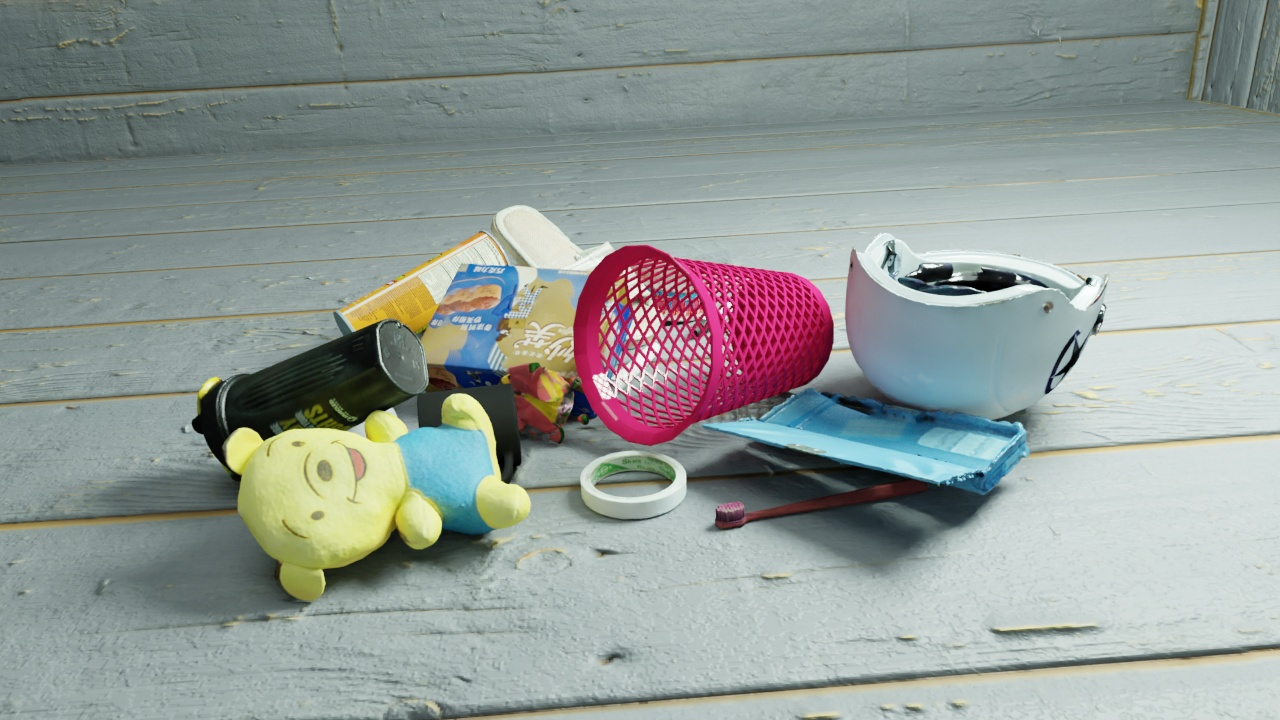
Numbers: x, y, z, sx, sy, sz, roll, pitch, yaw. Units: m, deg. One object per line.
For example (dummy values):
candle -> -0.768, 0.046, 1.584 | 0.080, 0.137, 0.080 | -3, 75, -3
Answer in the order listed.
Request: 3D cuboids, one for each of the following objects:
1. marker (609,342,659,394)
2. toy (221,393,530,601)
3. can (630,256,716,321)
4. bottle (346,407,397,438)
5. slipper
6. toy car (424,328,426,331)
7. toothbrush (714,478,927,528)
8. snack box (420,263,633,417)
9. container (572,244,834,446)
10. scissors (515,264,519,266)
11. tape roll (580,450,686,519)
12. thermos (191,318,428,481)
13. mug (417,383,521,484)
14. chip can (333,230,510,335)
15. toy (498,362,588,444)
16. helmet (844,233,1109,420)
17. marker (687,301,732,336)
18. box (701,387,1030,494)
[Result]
marker -> -0.006, 0.006, 1.058 | 0.017, 0.020, 0.133 | 10, 25, 20
toy -> -0.211, 0.105, 0.738 | 0.213, 0.084, 0.149 | -12, 49, -22
can -> 0.035, -0.100, 1.249 | 0.130, 0.044, 0.129 | 7, 26, -4
bottle -> -0.262, 0.073, 0.882 | 0.052, 0.052, 0.195 | -5, 22, -6
slipper -> -0.083, -0.117, 1.176 | 0.272, 0.054, 0.114 | 39, 50, 17
toy car -> -0.279, -0.058, 1.229 | 0.091, 0.036, 0.042 | 16, 30, 38
toothbrush -> 0.153, 0.116, 0.772 | 0.189, 0.016, 0.016 | -8, 22, -12
snack box -> -0.127, -0.026, 1.010 | 0.203, 0.069, 0.154 | 5, 52, 19
container -> 0.078, -0.023, 0.918 | 0.225, 0.183, 0.183 | -7, 19, -44
scissors -> -0.179, -0.104, 1.251 | 0.172, 0.013, 0.170 | -41, 16, -3
tape roll -> -0.006, 0.109, 0.810 | 0.094, 0.018, 0.093 | -3, 21, 1
thermos -> -0.298, 0.033, 0.820 | 0.221, 0.098, 0.098 | -22, 16, 21
mug -> -0.155, 0.078, 0.844 | 0.088, 0.078, 0.113 | -7, 49, -9
chip can -> -0.271, -0.082, 1.156 | 0.214, 0.075, 0.075 | -34, 34, -23
toy -> -0.104, 0.040, 0.913 | 0.104, 0.084, 0.046 | -2, 25, 34
helmet -> 0.324, -0.028, 0.915 | 0.237, 0.164, 0.263 | 17, 22, 31
marker -> 0.100, -0.056, 1.201 | 0.019, 0.019, 0.145 | 11, 26, 30
box -> 0.193, 0.075, 0.807 | 0.232, 0.048, 0.176 | 11, 17, 44
